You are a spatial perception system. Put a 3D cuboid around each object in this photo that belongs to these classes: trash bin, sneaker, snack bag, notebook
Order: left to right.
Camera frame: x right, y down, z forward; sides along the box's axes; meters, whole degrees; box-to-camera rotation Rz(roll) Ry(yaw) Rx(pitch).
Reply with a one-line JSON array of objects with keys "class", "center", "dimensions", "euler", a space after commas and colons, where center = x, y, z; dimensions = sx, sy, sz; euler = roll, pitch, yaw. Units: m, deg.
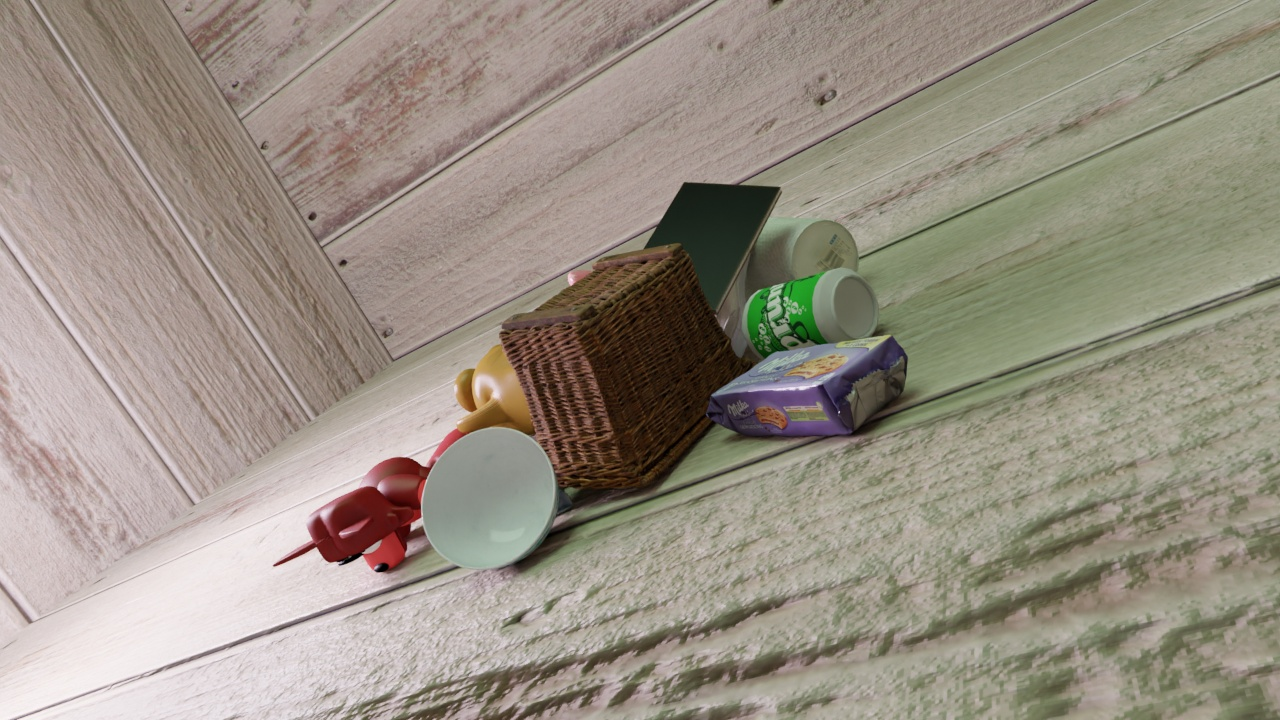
[{"class": "notebook", "center": [0.072, -0.144, 1.131], "dimensions": [0.142, 0.008, 0.208], "euler": [10, 56, 31]}, {"class": "sneaker", "center": [0.085, -0.092, 1.160], "dimensions": [0.090, 0.090, 0.241], "euler": [-26, 46, 46]}, {"class": "trash bin", "center": [0.200, -0.131, 1.226], "dimensions": [0.133, 0.133, 0.161], "euler": [-34, 17, -19]}, {"class": "snack bag", "center": [0.149, 0.030, 0.842], "dimensions": [0.096, 0.058, 0.206], "euler": [-32, 9, -25]}]

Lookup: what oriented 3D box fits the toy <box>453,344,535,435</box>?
[{"class": "toy", "center": [-0.149, 0.029, 1.284], "dimensions": [0.204, 0.162, 0.198], "euler": [-6, 28, 43]}]

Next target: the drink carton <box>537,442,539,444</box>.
[{"class": "drink carton", "center": [-0.166, 0.137, 1.039], "dimensions": [0.135, 0.043, 0.058], "euler": [-22, 15, 31]}]

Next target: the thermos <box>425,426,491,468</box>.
[{"class": "thermos", "center": [-0.253, 0.132, 1.321], "dimensions": [0.073, 0.073, 0.239], "euler": [-29, 12, 6]}]

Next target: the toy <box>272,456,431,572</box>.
[{"class": "toy", "center": [-0.327, 0.197, 1.127], "dimensions": [0.159, 0.120, 0.196], "euler": [-21, 5, 27]}]

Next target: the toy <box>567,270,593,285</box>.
[{"class": "toy", "center": [-0.021, -0.082, 1.280], "dimensions": [0.237, 0.192, 0.096], "euler": [8, 69, 61]}]

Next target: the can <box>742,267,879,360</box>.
[{"class": "can", "center": [0.182, -0.046, 0.997], "dimensions": [0.087, 0.088, 0.140], "euler": [-38, 14, -33]}]

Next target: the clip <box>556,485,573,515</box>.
[{"class": "clip", "center": [-0.114, 0.145, 1.056], "dimensions": [0.167, 0.028, 0.127], "euler": [-17, 16, 40]}]

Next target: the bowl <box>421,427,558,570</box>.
[{"class": "bowl", "center": [-0.142, 0.148, 0.939], "dimensions": [0.144, 0.144, 0.074], "euler": [-29, -28, 4]}]

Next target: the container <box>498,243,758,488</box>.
[{"class": "container", "center": [-0.019, -0.003, 0.993], "dimensions": [0.163, 0.183, 0.249], "euler": [-5, 25, 40]}]
